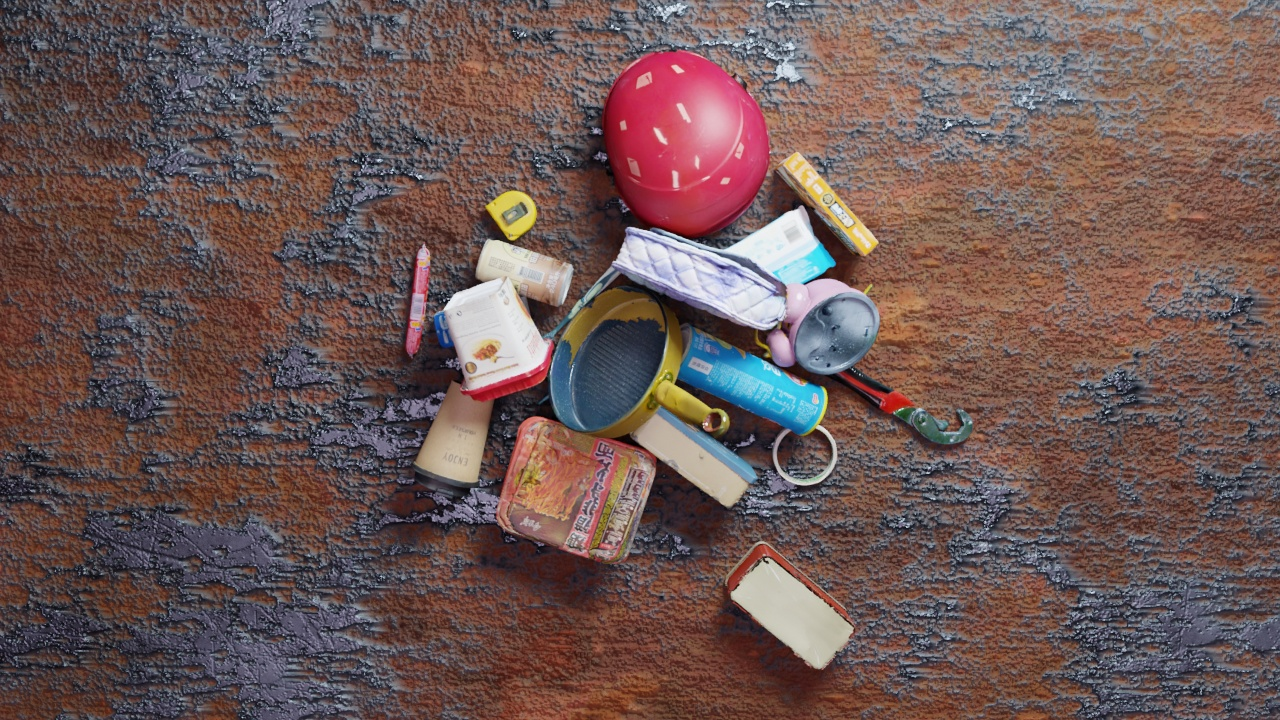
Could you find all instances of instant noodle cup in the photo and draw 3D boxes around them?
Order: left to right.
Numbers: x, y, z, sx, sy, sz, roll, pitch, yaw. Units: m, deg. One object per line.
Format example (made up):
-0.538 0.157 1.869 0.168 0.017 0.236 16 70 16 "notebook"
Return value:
-0.182 -0.029 1.146 0.117 0.116 0.124 -18 109 8 "instant noodle cup"
-0.086 0.167 1.214 0.189 0.079 0.164 19 98 -3 "instant noodle cup"

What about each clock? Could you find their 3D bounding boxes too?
0.217 -0.045 1.149 0.158 0.059 0.117 -5 123 -18 "clock"

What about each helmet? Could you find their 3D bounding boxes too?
0.051 -0.271 1.118 0.207 0.143 0.240 -31 96 7 "helmet"

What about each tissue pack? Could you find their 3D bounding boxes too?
0.168 -0.126 1.173 0.140 0.063 0.090 -30 95 4 "tissue pack"

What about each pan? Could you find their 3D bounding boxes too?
0.002 0.022 1.072 0.078 0.358 0.197 29 90 -42 "pan"

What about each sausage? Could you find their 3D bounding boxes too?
-0.293 -0.078 1.212 0.020 0.020 0.156 9 99 0 "sausage"

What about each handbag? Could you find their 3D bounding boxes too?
0.071 -0.102 1.099 0.194 0.134 0.075 27 94 39 "handbag"

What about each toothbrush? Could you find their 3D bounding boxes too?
-0.073 -0.078 1.208 0.016 0.018 0.192 45 98 -5 "toothbrush"

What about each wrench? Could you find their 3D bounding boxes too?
0.316 0.039 1.219 0.273 0.016 0.056 27 94 -3 "wrench"

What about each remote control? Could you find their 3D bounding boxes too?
-0.207 -0.052 1.212 0.125 0.024 0.049 -11 98 4 "remote control"

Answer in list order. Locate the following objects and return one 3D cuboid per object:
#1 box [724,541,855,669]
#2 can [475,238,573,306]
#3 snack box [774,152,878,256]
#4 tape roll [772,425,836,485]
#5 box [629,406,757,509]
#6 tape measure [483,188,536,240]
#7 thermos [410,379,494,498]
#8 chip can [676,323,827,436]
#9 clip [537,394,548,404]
0.200 0.334 1.235 0.168 0.076 0.091 40 96 -4 "box"
-0.149 -0.113 1.184 0.116 0.058 0.058 18 98 -1 "can"
0.234 -0.196 1.156 0.026 0.075 0.153 -43 95 5 "snack box"
0.221 0.125 1.234 0.086 0.014 0.086 0 98 1 "tape roll"
0.072 0.122 1.201 0.184 0.089 0.060 34 96 -6 "box"
-0.164 -0.191 1.188 0.057 0.029 0.060 -35 96 5 "tape measure"
-0.241 0.102 1.206 0.093 0.093 0.143 19 91 -2 "thermos"
0.132 0.025 1.166 0.210 0.071 0.071 24 98 -18 "chip can"
-0.110 0.047 1.230 0.033 0.013 0.054 35 99 -5 "clip"
